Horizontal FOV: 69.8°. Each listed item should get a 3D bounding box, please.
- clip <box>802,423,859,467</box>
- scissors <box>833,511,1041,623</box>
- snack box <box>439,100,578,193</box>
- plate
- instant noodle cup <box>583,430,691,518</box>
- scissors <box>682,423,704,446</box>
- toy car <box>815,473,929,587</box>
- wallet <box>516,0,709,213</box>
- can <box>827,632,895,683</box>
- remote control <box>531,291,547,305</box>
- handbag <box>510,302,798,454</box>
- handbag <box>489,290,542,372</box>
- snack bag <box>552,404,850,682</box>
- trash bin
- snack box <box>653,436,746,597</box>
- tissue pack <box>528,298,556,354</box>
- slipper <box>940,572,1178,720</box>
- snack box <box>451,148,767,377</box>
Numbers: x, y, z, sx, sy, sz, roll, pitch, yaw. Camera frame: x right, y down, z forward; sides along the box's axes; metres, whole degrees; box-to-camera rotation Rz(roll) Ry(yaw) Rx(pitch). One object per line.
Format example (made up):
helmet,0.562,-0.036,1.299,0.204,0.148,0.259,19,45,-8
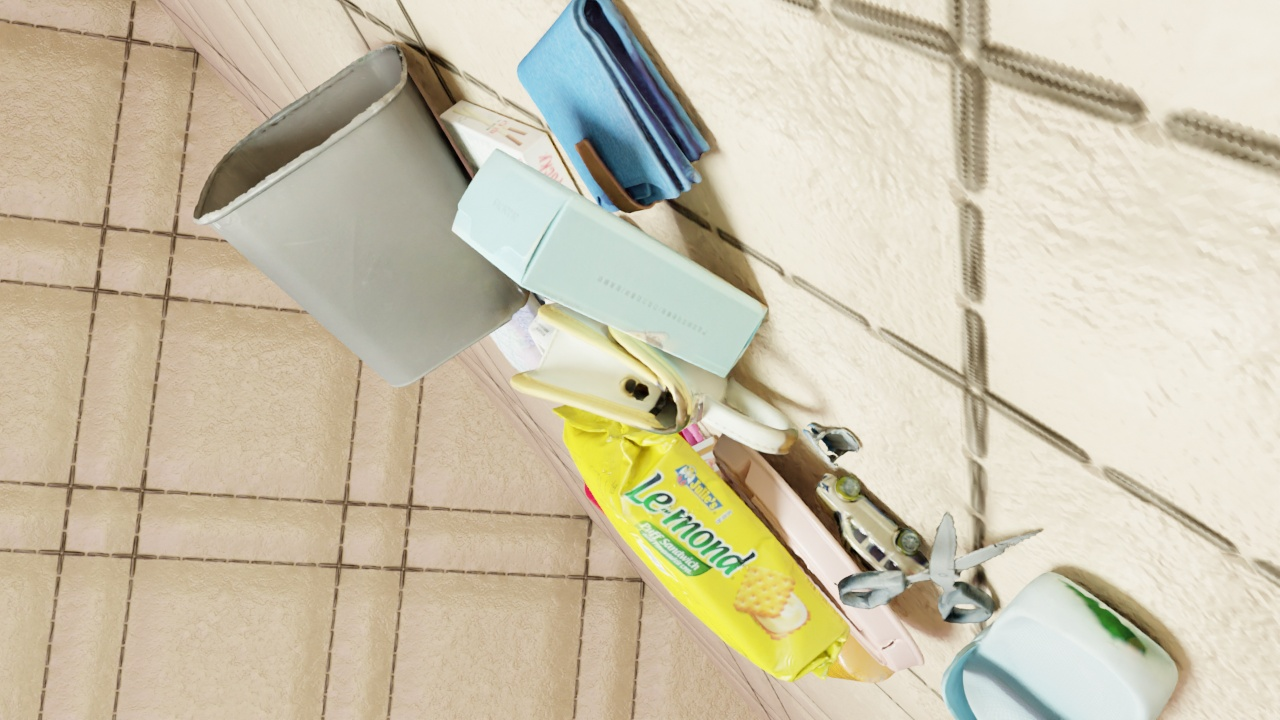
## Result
clip,0.119,0.054,0.585,0.024,0.029,0.057,53,174,-6
scissors,0.172,0.123,0.528,0.160,0.014,0.173,-19,139,41
snack box,-0.098,-0.148,0.712,0.157,0.026,0.085,34,160,49
plate,0.130,0.147,0.711,0.229,0.028,0.229,50,177,3
instant noodle cup,0.024,0.135,0.955,0.123,0.116,0.116,45,174,-39
scissors,0.021,0.030,0.856,0.136,0.017,0.105,60,165,-23
toy car,0.151,0.113,0.613,0.090,0.035,0.042,46,166,24
wallet,-0.020,-0.129,0.488,0.106,0.040,0.133,57,168,-15
can,0.194,0.266,0.851,0.058,0.058,0.146,47,167,12
remote control,-0.095,-0.085,0.892,0.053,0.024,0.136,49,167,16
handbag,0.023,0.012,0.607,0.179,0.063,0.163,20,-172,13
handbag,-0.154,-0.072,1.014,0.194,0.075,0.134,52,167,-16
snack bag,0.037,0.129,0.674,0.246,0.068,0.158,50,167,-16
trash bin,-0.224,-0.119,0.796,0.220,0.199,0.198,55,-176,-34
snack box,0.048,0.140,0.822,0.077,0.094,0.092,55,-166,-26
tissue pack,-0.045,0.005,0.894,0.090,0.063,0.140,38,163,46
slipper,0.222,0.193,0.512,0.104,0.074,0.246,41,164,29
snack box,-0.011,-0.048,0.501,0.174,0.051,0.074,24,-170,-46
